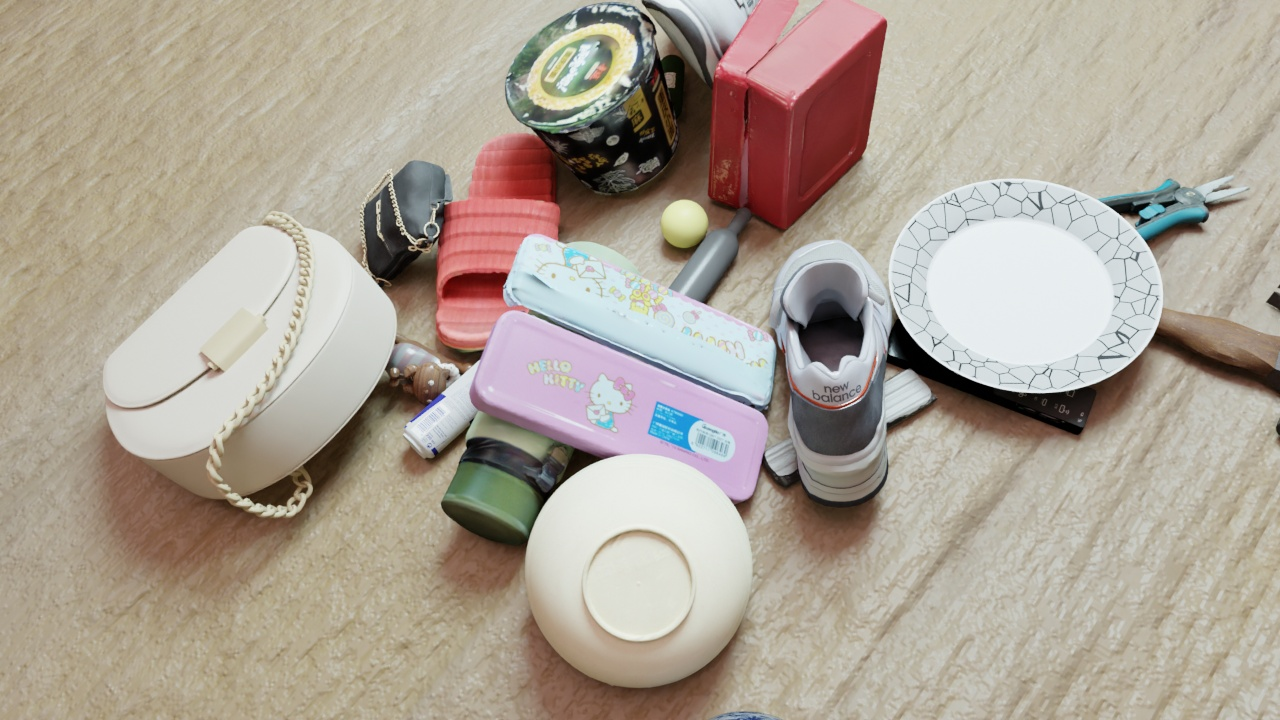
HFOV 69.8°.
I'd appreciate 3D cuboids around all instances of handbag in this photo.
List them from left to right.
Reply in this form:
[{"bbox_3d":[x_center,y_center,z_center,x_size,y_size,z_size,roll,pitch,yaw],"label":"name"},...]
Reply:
[{"bbox_3d":[-0.295,0.000,0.707,0.209,0.103,0.210,27,70,39],"label":"handbag"},{"bbox_3d":[-0.198,-0.113,0.773,0.054,0.129,0.079,8,69,-38],"label":"handbag"}]

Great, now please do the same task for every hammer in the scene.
[{"bbox_3d":[0.355,-0.043,0.691,0.323,0.033,0.115,22,65,21],"label":"hammer"}]

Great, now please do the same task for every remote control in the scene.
[{"bbox_3d":[0.152,0.049,0.671,0.136,0.013,0.033,-28,58,-11],"label":"remote control"},{"bbox_3d":[0.255,0.010,0.680,0.150,0.013,0.034,23,64,20],"label":"remote control"}]

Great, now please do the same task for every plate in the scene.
[{"bbox_3d":[0.282,-0.056,0.683,0.189,0.016,0.188,-4,60,7],"label":"plate"}]

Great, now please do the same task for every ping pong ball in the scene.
[{"bbox_3d":[0.037,-0.115,0.773,0.040,0.040,0.040,-4,58,5],"label":"ping pong ball"}]

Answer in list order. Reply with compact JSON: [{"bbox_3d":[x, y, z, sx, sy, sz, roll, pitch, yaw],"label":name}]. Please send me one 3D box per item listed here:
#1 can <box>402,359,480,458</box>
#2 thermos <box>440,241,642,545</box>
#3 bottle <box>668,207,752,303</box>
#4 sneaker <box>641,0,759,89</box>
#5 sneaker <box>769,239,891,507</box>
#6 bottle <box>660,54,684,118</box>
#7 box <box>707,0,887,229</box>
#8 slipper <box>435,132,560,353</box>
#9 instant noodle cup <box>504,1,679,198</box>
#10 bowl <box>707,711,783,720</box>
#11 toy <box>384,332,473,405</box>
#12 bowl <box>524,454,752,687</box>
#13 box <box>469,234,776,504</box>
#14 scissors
[{"bbox_3d":[-0.139,0.034,0.708,0.032,0.032,0.095,37,70,26],"label":"can"},{"bbox_3d":[-0.068,0.023,0.679,0.082,0.082,0.230,14,61,16],"label":"thermos"},{"bbox_3d":[0.060,-0.084,0.756,0.030,0.030,0.112,26,65,22],"label":"bottle"},{"bbox_3d":[0.080,-0.314,0.784,0.129,0.097,0.262,-38,14,24],"label":"sneaker"},{"bbox_3d":[0.135,-0.028,0.641,0.089,0.124,0.239,-7,50,11],"label":"sneaker"},{"bbox_3d":[0.027,-0.245,0.864,0.025,0.025,0.105,0,58,8],"label":"bottle"},{"bbox_3d":[0.125,-0.202,0.749,0.110,0.158,0.133,28,67,17],"label":"box"},{"bbox_3d":[-0.120,-0.117,0.783,0.103,0.059,0.248,2,56,5],"label":"slipper"},{"bbox_3d":[-0.031,-0.218,0.794,0.137,0.112,0.137,-11,59,19],"label":"instant noodle cup"},{"bbox_3d":[0.062,0.259,0.533,0.114,0.045,0.114,-4,58,6],"label":"bowl"},{"bbox_3d":[-0.185,0.001,0.732,0.102,0.042,0.054,23,41,11],"label":"toy"},{"bbox_3d":[-0.001,0.134,0.569,0.151,0.075,0.150,0,85,1],"label":"bowl"},{"bbox_3d":[-0.004,0.003,0.655,0.214,0.035,0.150,22,58,-14],"label":"box"},{"bbox_3d":[0.411,-0.118,0.735,0.123,0.019,0.147,24,59,26],"label":"scissors"}]
